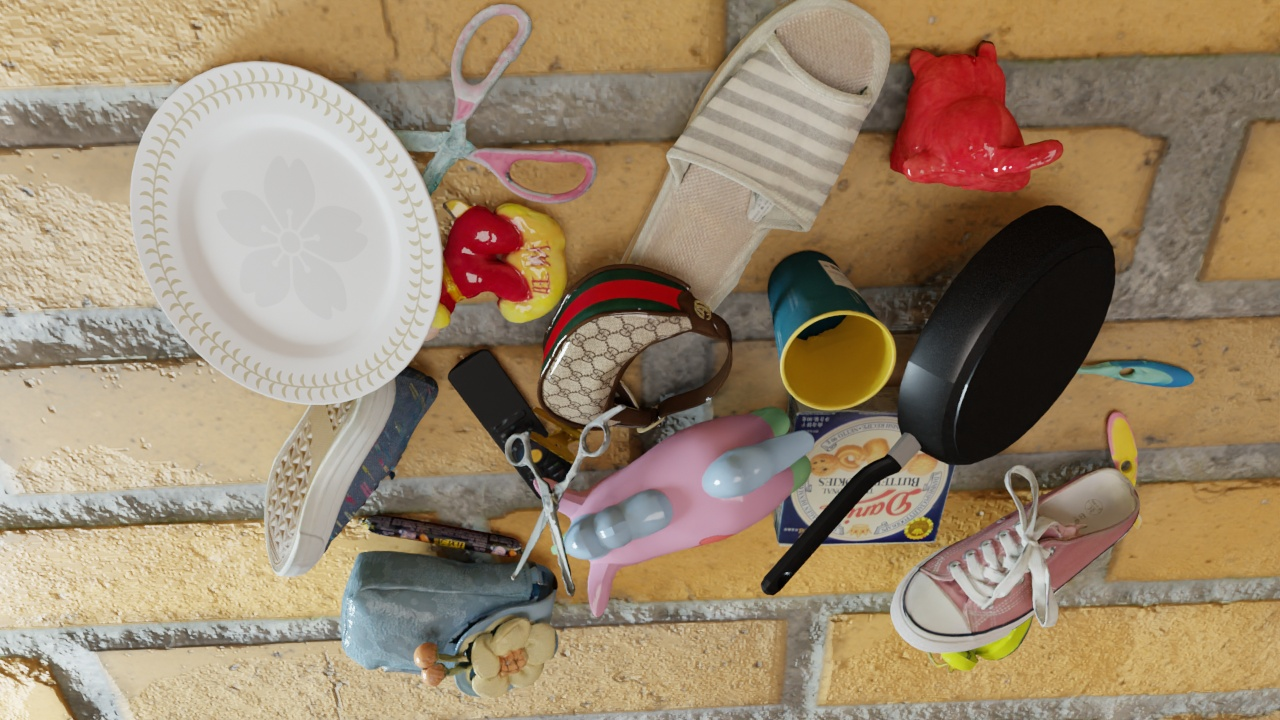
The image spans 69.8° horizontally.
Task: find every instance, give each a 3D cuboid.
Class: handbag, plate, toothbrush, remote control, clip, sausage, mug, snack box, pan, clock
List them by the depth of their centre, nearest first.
[{"bbox_3d":[-0.249,-0.084,0.648,0.243,0.016,0.243,5,110,13],"label":"plate"},{"bbox_3d":[0.220,0.044,0.665,0.355,0.044,0.204,-48,141,-3],"label":"pan"},{"bbox_3d":[0.131,-0.030,0.667,0.078,0.121,0.078,-1,121,-2],"label":"mug"},{"bbox_3d":[-0.004,0.004,0.702,0.138,0.063,0.167,19,137,-15],"label":"handbag"},{"bbox_3d":[-0.062,0.056,0.751,0.054,0.048,0.045,27,142,26],"label":"clip"},{"bbox_3d":[0.398,0.009,0.765,0.135,0.017,0.022,5,120,-8],"label":"toothbrush"},{"bbox_3d":[-0.105,0.055,0.765,0.041,0.020,0.152,-35,119,-7],"label":"remote control"},{"bbox_3d":[0.193,0.092,0.789,0.144,0.042,0.145,0,120,-3],"label":"snack box"},{"bbox_3d":[-0.170,0.238,0.818,0.191,0.118,0.122,10,120,-14],"label":"handbag"},{"bbox_3d":[0.434,0.100,0.819,0.021,0.016,0.135,-20,120,10],"label":"toothbrush"},{"bbox_3d":[-0.176,0.158,0.826,0.155,0.020,0.020,12,120,-10],"label":"sausage"},{"bbox_3d":[0.312,0.242,0.861,0.057,0.083,0.119,28,113,-12],"label":"clock"}]

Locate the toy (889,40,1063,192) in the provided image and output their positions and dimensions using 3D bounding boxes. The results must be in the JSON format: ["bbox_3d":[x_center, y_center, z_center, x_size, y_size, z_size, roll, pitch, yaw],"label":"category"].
[{"bbox_3d":[0.217,-0.158,0.596,0.088,0.133,0.094,-1,112,-14],"label":"toy"}]

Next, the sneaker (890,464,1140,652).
[{"bbox_3d":[0.324,0.166,0.782,0.241,0.118,0.088,-33,154,-1],"label":"sneaker"}]

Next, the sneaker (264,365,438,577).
[{"bbox_3d":[-0.243,0.086,0.759,0.079,0.087,0.236,7,127,-43],"label":"sneaker"}]

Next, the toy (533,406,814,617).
[{"bbox_3d":[0.030,0.106,0.720,0.223,0.170,0.120,-32,81,54],"label":"toy"}]

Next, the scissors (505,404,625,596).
[{"bbox_3d":[-0.061,0.097,0.703,0.014,0.141,0.175,12,123,-48],"label":"scissors"}]

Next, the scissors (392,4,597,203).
[{"bbox_3d":[-0.113,-0.164,0.621,0.170,0.014,0.169,4,106,-1],"label":"scissors"}]

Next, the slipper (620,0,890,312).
[{"bbox_3d":[0.071,-0.126,0.649,0.114,0.054,0.273,30,118,-12],"label":"slipper"}]

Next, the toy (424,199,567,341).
[{"bbox_3d":[-0.120,-0.068,0.671,0.137,0.067,0.105,-20,113,0],"label":"toy"}]
